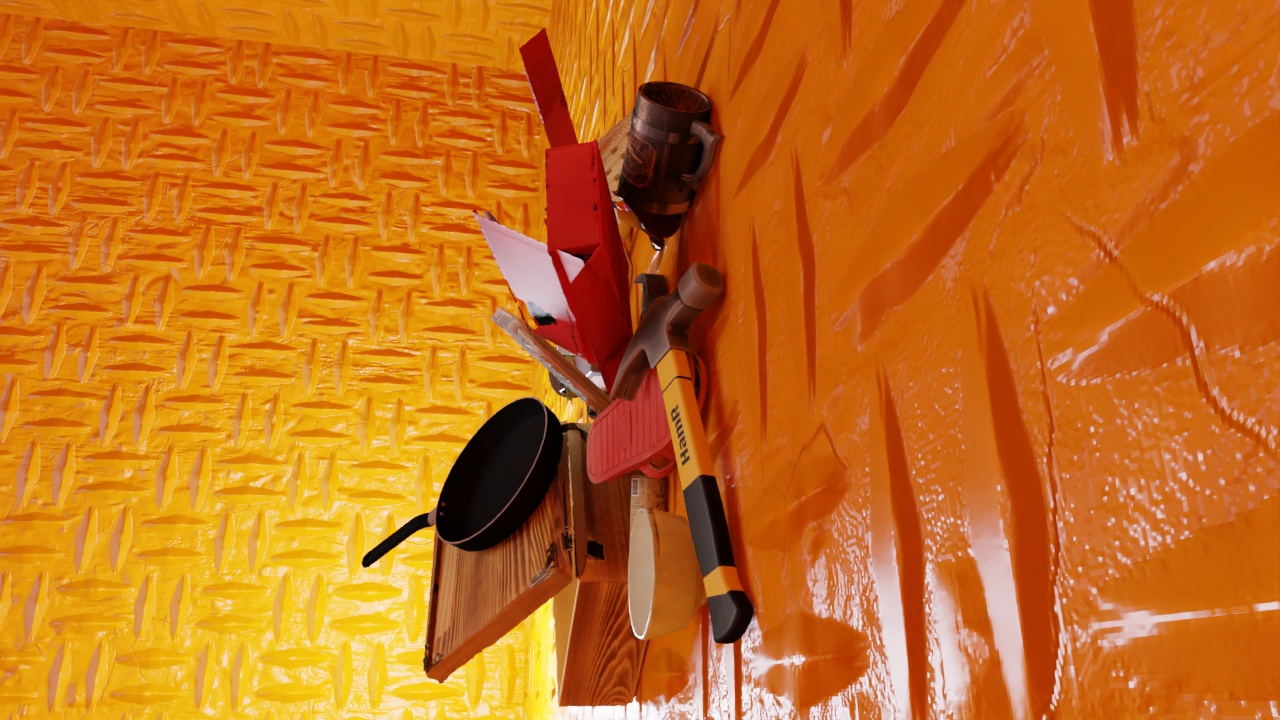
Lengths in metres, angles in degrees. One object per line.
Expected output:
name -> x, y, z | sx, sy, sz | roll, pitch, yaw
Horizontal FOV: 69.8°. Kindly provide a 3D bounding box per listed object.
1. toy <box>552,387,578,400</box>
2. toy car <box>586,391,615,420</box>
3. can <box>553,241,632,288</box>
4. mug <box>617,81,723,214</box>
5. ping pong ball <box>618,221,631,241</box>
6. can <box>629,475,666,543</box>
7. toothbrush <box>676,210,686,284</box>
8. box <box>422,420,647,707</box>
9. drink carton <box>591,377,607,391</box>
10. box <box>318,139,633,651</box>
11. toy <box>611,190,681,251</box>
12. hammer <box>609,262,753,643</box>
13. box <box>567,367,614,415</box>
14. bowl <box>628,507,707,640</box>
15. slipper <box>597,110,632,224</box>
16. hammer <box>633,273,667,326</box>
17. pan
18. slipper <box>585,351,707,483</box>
toy -> -0.118, 0.000, 1.626 | 0.153, 0.078, 0.179 | 110, 163, -56
toy car -> -0.058, 0.043, 1.372 | 0.047, 0.047, 0.111 | 119, 153, -66
can -> -0.072, -0.133, 1.353 | 0.130, 0.101, 0.073 | -107, 22, -62
mug -> 0.035, -0.203, 0.906 | 0.116, 0.079, 0.107 | 46, 138, 37
ping pong ball -> -0.033, -0.191, 1.327 | 0.040, 0.040, 0.040 | -178, 91, -80
can -> 0.008, 0.166, 1.001 | 0.038, 0.038, 0.079 | 144, 128, -77
toothbrush -> 0.040, -0.090, 0.973 | 0.015, 0.015, 0.184 | 122, 152, -82
box -> -0.127, 0.229, 1.130 | 0.278, 0.264, 0.270 | -99, 17, -54
drink carton -> -0.053, 0.008, 1.289 | 0.125, 0.076, 0.048 | 139, 133, -70
box -> -0.102, 0.033, 0.860 | 0.215, 0.138, 0.466 | 74, -152, -59
toy -> -0.006, -0.167, 1.000 | 0.090, 0.103, 0.070 | 21, 90, 50
hammer -> 0.042, 0.082, 0.784 | 0.170, 0.034, 0.323 | -50, 39, 41
box -> -0.083, 0.020, 1.116 | 0.037, 0.209, 0.190 | -50, 28, -6
bowl -> 0.028, 0.190, 0.824 | 0.117, 0.061, 0.117 | -178, 91, -80
slipper -> -0.005, -0.226, 1.108 | 0.262, 0.079, 0.111 | -32, 59, 55
hammer -> -0.007, 0.007, 1.163 | 0.301, 0.028, 0.111 | 106, 163, -51
pan -> -0.227, 0.180, 1.151 | 0.357, 0.044, 0.203 | -37, 31, 25
slipper -> 0.013, 0.069, 0.947 | 0.250, 0.059, 0.103 | 137, 135, -54
